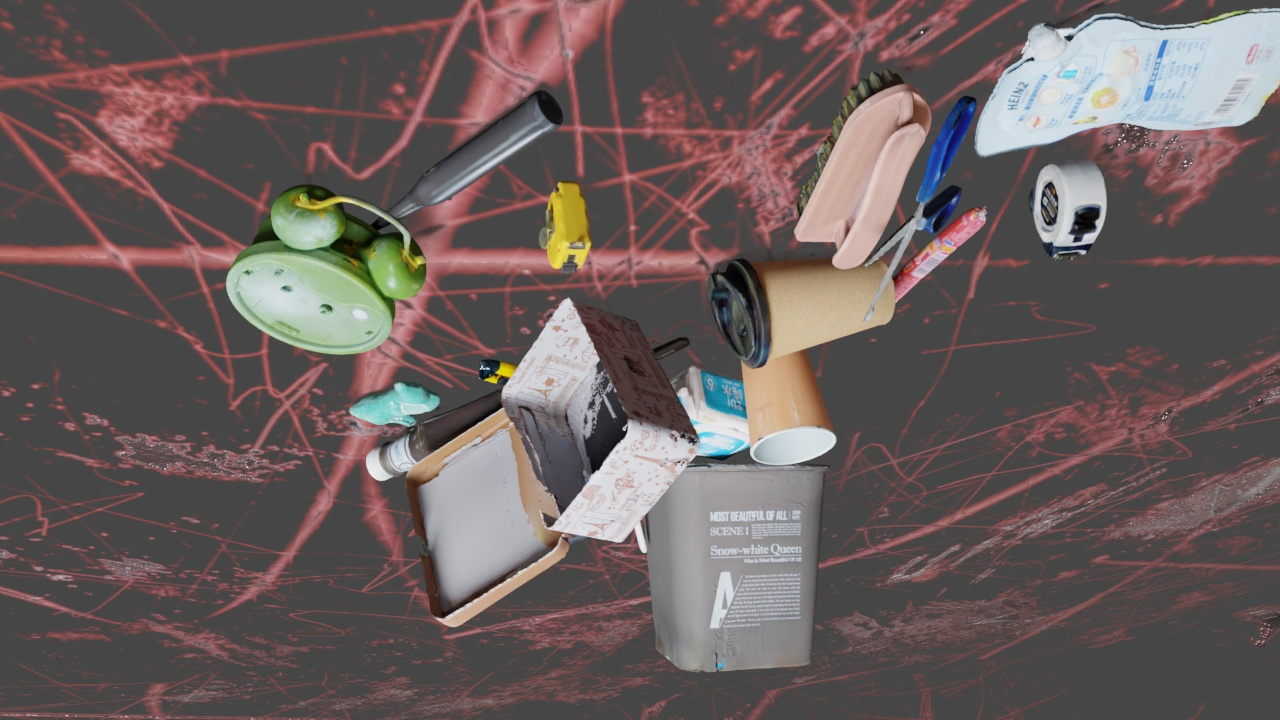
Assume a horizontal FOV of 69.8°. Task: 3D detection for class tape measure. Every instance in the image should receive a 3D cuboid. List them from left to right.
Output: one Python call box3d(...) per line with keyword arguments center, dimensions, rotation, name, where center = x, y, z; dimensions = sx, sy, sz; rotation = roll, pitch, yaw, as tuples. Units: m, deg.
box3d(center=(-0.057, -0.095, 0.667), dimensions=(0.029, 0.060, 0.057), rotation=(-1, 155, -16), name="tape measure")
box3d(center=(0.330, -0.120, 0.707), dimensions=(0.033, 0.065, 0.066), rotation=(-6, 152, 1), name="tape measure")

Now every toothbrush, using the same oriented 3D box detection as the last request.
box3d(center=(-0.138, -0.121, 0.634), dimensions=(0.213, 0.026, 0.027), rotation=(-25, 128, 33), name="toothbrush")
box3d(center=(-0.018, 0.137, 1.014), dimensions=(0.016, 0.016, 0.180), rotation=(-15, 110, -1), name="toothbrush")

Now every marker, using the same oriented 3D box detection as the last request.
box3d(center=(-0.005, 0.005, 0.897), dimensions=(0.124, 0.015, 0.018), rotation=(-25, 149, 25), name="marker")

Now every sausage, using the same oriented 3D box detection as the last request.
box3d(center=(0.246, -0.085, 0.796), dimensions=(0.020, 0.020, 0.156), rotation=(7, 147, -24), name="sausage")

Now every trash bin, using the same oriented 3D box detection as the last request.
box3d(center=(0.101, 0.224, 1.041), dimensions=(0.199, 0.219, 0.199), rotation=(1, 173, -12), name="trash bin")

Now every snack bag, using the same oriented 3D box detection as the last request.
box3d(center=(0.332, -0.188, 0.620), dimensions=(0.191, 0.038, 0.110), rotation=(-4, 155, -3), name="snack bag")

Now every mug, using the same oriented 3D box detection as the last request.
box3d(center=(0.132, 0.027, 0.858), dimensions=(0.078, 0.122, 0.078), rotation=(-5, 150, -3), name="mug")

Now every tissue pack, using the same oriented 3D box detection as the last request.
box3d(center=(0.067, 0.060, 0.960), dimensions=(0.140, 0.063, 0.090), rotation=(17, 143, -36), name="tissue pack")

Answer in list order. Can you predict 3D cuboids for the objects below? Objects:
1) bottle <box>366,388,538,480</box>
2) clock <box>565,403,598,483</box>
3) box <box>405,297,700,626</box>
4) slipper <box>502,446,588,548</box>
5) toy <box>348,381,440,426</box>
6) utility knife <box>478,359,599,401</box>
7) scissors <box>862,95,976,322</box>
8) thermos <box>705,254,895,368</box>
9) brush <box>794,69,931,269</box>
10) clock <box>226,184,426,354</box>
box3d(center=(-0.199, 0.080, 0.946), dimensions=(0.195, 0.044, 0.079), rotation=(-21, 161, 23), name="bottle")
box3d(center=(-0.045, 0.096, 0.950), dimensions=(0.082, 0.055, 0.122), rotation=(-29, 139, -6), name="clock")
box3d(center=(-0.088, 0.090, 0.798), dimensions=(0.272, 0.177, 0.106), rotation=(-43, 133, 15), name="box")
box3d(center=(-0.112, 0.155, 0.977), dimensions=(0.083, 0.110, 0.267), rotation=(-34, 166, 28), name="slipper")
box3d(center=(-0.237, 0.044, 0.897), dimensions=(0.092, 0.030, 0.096), rotation=(-15, 157, 21), name="toy")
box3d(center=(-0.096, 0.025, 0.907), dimensions=(0.154, 0.015, 0.033), rotation=(18, 144, -38), name="utility knife")
box3d(center=(0.204, -0.108, 0.665), dimensions=(0.162, 0.012, 0.176), rotation=(-15, 129, -58), name="scissors")
box3d(center=(0.135, -0.048, 0.773), dimensions=(0.143, 0.093, 0.093), rotation=(-12, 151, -11), name="thermos")
box3d(center=(0.159, -0.131, 0.642), dimensions=(0.063, 0.073, 0.146), rotation=(0, 148, -11), name="brush")
box3d(center=(-0.222, -0.066, 0.657), dimensions=(0.116, 0.056, 0.162), rotation=(29, 140, -31), name="clock")
